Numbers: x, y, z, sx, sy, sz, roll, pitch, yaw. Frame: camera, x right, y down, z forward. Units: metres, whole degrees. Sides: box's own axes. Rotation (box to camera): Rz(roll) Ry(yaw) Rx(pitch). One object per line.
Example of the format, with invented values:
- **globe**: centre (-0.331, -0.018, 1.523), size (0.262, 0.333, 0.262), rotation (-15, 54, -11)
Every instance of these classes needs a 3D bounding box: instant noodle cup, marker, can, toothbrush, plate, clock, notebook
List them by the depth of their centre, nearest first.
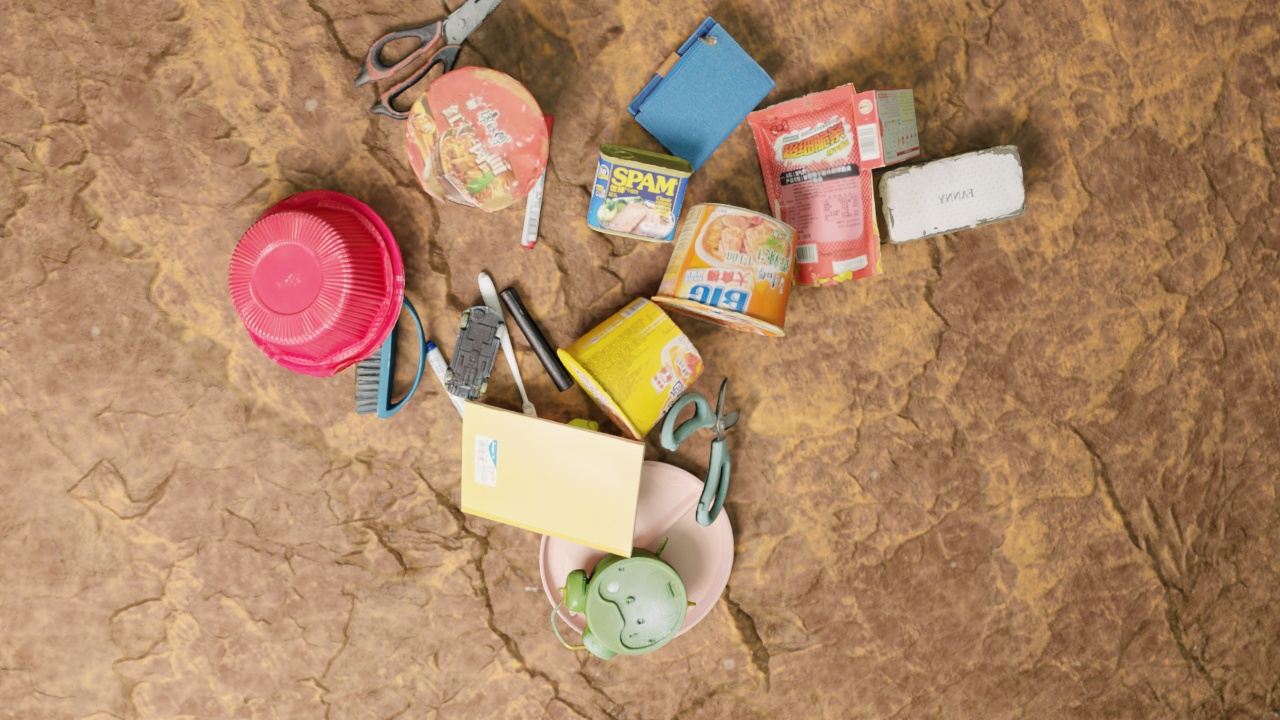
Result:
- **instant noodle cup**: centre (-0.340, -0.080, 0.927), size (0.194, 0.065, 0.194), rotation (0, 91, 9)
- **instant noodle cup**: centre (-0.164, -0.223, 0.936), size (0.138, 0.108, 0.138), rotation (-1, 100, -8)
- **instant noodle cup**: centre (0.097, -0.097, 0.983), size (0.151, 0.151, 0.111), rotation (16, 89, -11)
- **can**: centre (-0.002, -0.179, 0.985), size (0.102, 0.057, 0.083), rotation (9, 117, -9)
- **instant noodle cup**: centre (-0.006, 0.006, 0.993), size (0.109, 0.138, 0.138), rotation (-41, 103, -9)
- **marker**: centre (-0.112, -0.194, 0.996), size (0.017, 0.017, 0.145), rotation (8, 99, -10)
- **notebook**: centre (-0.100, 0.129, 1.000), size (0.206, 0.010, 0.146), rotation (12, 115, 13)
- **toothbrush**: centre (-0.148, -0.012, 1.023), size (0.016, 0.016, 0.180), rotation (-17, 102, -2)
- **marker**: centre (-0.115, -0.023, 1.023), size (0.020, 0.022, 0.132), rotation (-43, 107, -43)
- **marker**: centre (-0.202, 0.044, 1.025), size (0.017, 0.017, 0.146), rotation (-28, 103, -3)
- **clock**: centre (-0.024, 0.276, 1.043), size (0.161, 0.056, 0.116), rotation (-23, 102, -5)
- **plate**: centre (-0.004, 0.226, 1.081), size (0.229, 0.028, 0.229), rotation (-1, 99, -9)

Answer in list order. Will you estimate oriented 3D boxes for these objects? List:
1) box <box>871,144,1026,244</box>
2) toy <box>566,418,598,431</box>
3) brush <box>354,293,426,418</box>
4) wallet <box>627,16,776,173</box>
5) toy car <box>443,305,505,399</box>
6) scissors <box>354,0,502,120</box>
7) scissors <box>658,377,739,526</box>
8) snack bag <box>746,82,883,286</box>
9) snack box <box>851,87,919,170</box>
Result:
- **box**: centre (0.338, -0.186, 1.042), size (0.184, 0.063, 0.090), rotation (-11, 101, -4)
- **toy**: centre (-0.088, 0.111, 1.041), size (0.100, 0.031, 0.096), rotation (9, 76, 5)
- **brush**: centre (-0.268, -0.007, 0.986), size (0.073, 0.055, 0.144), rotation (6, 98, -8)
- **wallet**: centre (0.065, -0.286, 0.993), size (0.106, 0.040, 0.133), rotation (41, 100, -14)
- **toy car**: centre (-0.181, -0.010, 1.002), size (0.049, 0.031, 0.105), rotation (16, 97, -15)
- **scissors**: centre (-0.208, -0.351, 0.954), size (0.182, 0.015, 0.209), rotation (8, 98, -9)
- **scissors**: centre (0.067, 0.105, 1.015), size (0.019, 0.174, 0.170), rotation (6, 95, 32)
- **snack bag**: centre (0.197, -0.187, 1.009), size (0.129, 0.073, 0.208), rotation (-6, 106, 33)
- **snack box**: centre (0.265, -0.250, 0.980), size (0.027, 0.155, 0.077), rotation (-4, 103, 31)
